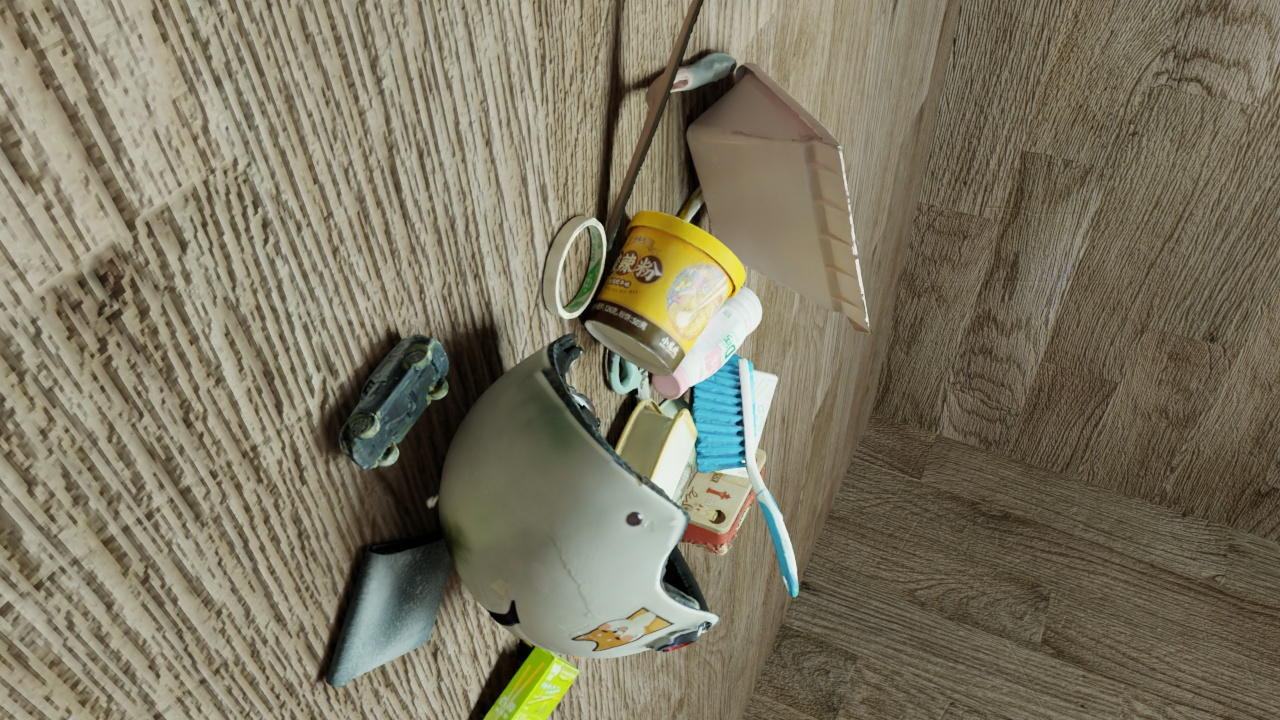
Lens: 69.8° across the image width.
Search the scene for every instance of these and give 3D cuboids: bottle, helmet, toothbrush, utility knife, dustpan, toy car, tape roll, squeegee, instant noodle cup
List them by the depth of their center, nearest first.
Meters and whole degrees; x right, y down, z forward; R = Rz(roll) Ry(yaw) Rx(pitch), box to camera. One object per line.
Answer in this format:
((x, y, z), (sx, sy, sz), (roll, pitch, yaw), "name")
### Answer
((-0.152, 0.024, 0.565), (0.090, 0.034, 0.043), (-59, 160, -26), "toy car")
((-0.058, 0.126, 0.685), (0.156, 0.230, 0.274), (-28, 145, -7), "helmet")
((-0.054, -0.078, 0.767), (0.085, 0.014, 0.086), (-53, 153, -43), "tape roll")
((0.040, -0.250, 0.831), (0.248, 0.040, 0.248), (-52, 168, -55), "squeegee")
((0.017, -0.057, 0.836), (0.114, 0.118, 0.118), (-59, 158, -11), "instant noodle cup")
((0.160, -0.189, 0.933), (0.138, 0.273, 0.223), (-41, 137, -21), "dustpan")
((0.035, -0.138, 0.951), (0.190, 0.016, 0.018), (-57, 147, -35), "toothbrush")
((-0.078, 0.232, 0.972), (0.194, 0.015, 0.033), (-60, 160, -29), "utility knife")
((0.077, -0.022, 1.094), (0.196, 0.068, 0.068), (-44, 147, -45), "bottle")

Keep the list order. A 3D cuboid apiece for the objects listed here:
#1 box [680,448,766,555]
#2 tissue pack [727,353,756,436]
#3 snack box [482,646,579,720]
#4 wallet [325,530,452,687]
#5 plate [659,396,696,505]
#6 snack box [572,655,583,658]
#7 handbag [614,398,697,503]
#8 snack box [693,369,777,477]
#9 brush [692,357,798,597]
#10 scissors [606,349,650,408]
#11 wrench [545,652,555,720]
((0.123, 0.208, 1.375), (0.167, 0.091, 0.080), (-54, 151, -40), "box")
((0.114, 0.064, 1.242), (0.089, 0.063, 0.140), (-37, 125, -56), "tissue pack")
((-0.125, 0.355, 0.893), (0.156, 0.026, 0.086), (-53, 154, -14), "snack box")
((-0.175, 0.174, 0.665), (0.097, 0.019, 0.120), (-71, 162, 4), "wallet")
((0.022, 0.156, 1.156), (0.229, 0.027, 0.231), (-51, 151, -44), "plate")
((-0.058, 0.210, 0.910), (0.075, 0.026, 0.154), (-116, -154, -68), "snack box")
((0.011, 0.140, 1.028), (0.163, 0.063, 0.179), (-66, 158, -15), "handbag")
((0.136, 0.087, 1.321), (0.027, 0.084, 0.157), (-144, -113, -68), "snack box")
((0.118, 0.126, 1.086), (0.061, 0.109, 0.313), (84, 5, -58), "brush")
((0.005, -0.012, 0.980), (0.132, 0.019, 0.186), (-66, 161, -15), "scissors")
((-0.103, 0.328, 0.959), (0.056, 0.016, 0.274), (-40, 148, -55), "wrench")
